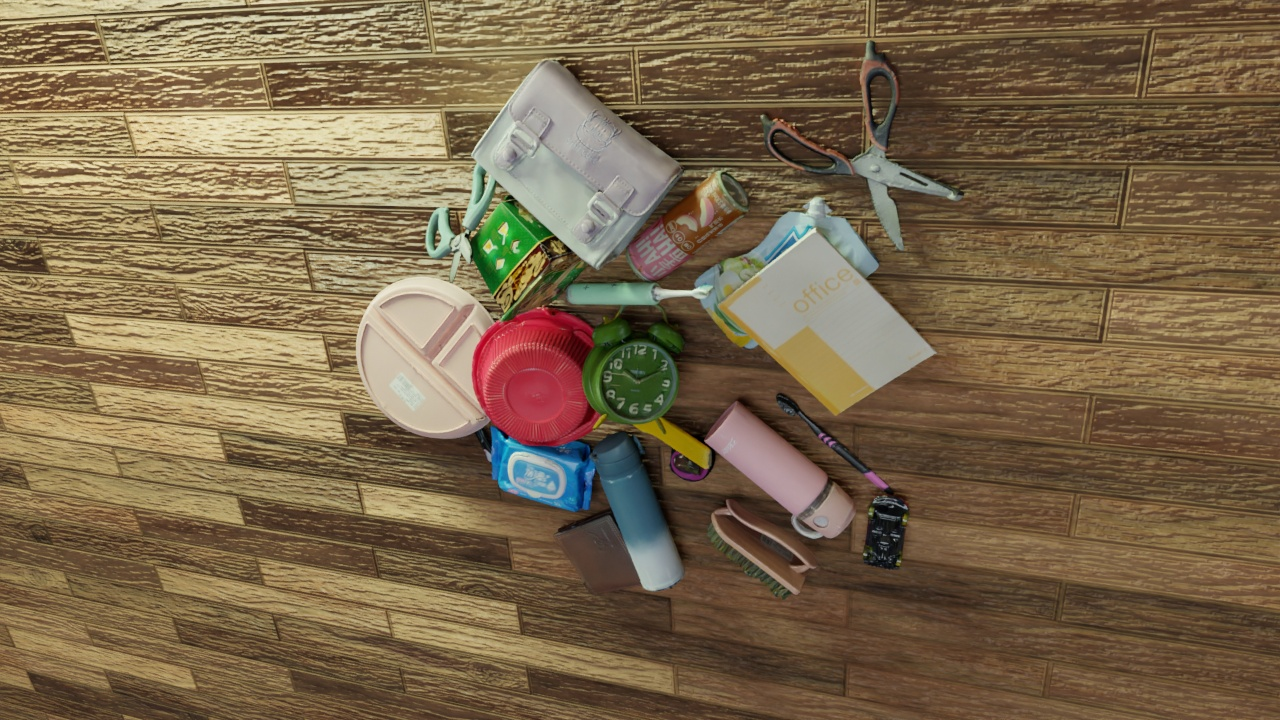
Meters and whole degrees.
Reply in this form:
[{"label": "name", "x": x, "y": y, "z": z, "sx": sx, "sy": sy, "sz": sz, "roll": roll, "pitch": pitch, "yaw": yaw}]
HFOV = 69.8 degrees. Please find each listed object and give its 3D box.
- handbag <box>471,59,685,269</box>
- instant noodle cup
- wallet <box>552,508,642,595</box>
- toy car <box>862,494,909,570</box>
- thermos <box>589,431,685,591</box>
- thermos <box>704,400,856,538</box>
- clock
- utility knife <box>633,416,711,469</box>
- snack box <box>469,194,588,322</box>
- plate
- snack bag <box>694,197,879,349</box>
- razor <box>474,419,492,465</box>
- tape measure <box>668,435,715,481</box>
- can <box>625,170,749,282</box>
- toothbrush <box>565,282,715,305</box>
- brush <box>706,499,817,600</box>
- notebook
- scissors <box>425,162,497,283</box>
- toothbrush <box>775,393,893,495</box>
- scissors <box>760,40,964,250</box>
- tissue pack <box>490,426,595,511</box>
[{"label": "handbag", "x": -0.070, "y": -0.219, "z": 1.028, "sx": 0.197, "sy": 0.098, "sz": 0.145, "roll": 41, "pitch": 113, "yaw": 1}, {"label": "instant noodle cup", "x": -0.127, "y": 0.033, "z": 1.165, "sx": 0.194, "sy": 0.065, "sz": 0.194, "roll": 2, "pitch": 112, "yaw": 4}, {"label": "wallet", "x": -0.051, "y": 0.275, "z": 1.301, "sx": 0.101, "sy": 0.032, "sz": 0.124, "roll": -23, "pitch": 106, "yaw": 26}, {"label": "toy car", "x": 0.304, "y": 0.210, "z": 1.132, "sx": 0.049, "sy": 0.031, "sz": 0.106, "roll": 7, "pitch": 118, "yaw": 16}, {"label": "thermos", "x": -0.002, "y": 0.201, "z": 1.226, "sx": 0.070, "sy": 0.070, "sz": 0.220, "roll": -11, "pitch": 110, "yaw": 25}, {"label": "thermos", "x": 0.169, "y": 0.142, "z": 1.132, "sx": 0.198, "sy": 0.067, "sz": 0.087, "roll": 40, "pitch": 129, "yaw": -3}, {"label": "clock", "x": -0.007, "y": 0.006, "z": 1.109, "sx": 0.116, "sy": 0.056, "sz": 0.161, "roll": 4, "pitch": 97, "yaw": -17}, {"label": "utility knife", "x": 0.030, "y": 0.090, "z": 1.162, "sx": 0.154, "sy": 0.015, "sz": 0.033, "roll": 33, "pitch": 114, "yaw": 26}, {"label": "snack box", "x": -0.136, "y": -0.129, "z": 1.095, "sx": 0.105, "sy": 0.118, "sz": 0.118, "roll": 50, "pitch": 120, "yaw": 7}, {"label": "plate", "x": -0.287, "y": 0.002, "z": 1.239, "sx": 0.230, "sy": 0.028, "sz": 0.230, "roll": 6, "pitch": 109, "yaw": 16}, {"label": "snack bag", "x": 0.161, "y": -0.096, "z": 1.034, "sx": 0.191, "sy": 0.038, "sz": 0.110, "roll": -34, "pitch": 93, "yaw": 29}, {"label": "razor", "x": -0.229, "y": 0.089, "z": 1.281, "sx": 0.043, "sy": 0.022, "sz": 0.143, "roll": -10, "pitch": 111, "yaw": 26}, {"label": "tape measure", "x": 0.066, "y": 0.126, "z": 1.176, "sx": 0.058, "sy": 0.039, "sz": 0.057, "roll": 15, "pitch": 119, "yaw": 13}, {"label": "can", "x": 0.052, "y": -0.149, "z": 1.035, "sx": 0.148, "sy": 0.057, "sz": 0.058, "roll": -36, "pitch": 99, "yaw": 31}, {"label": "toothbrush", "x": -0.006, "y": -0.078, "z": 1.063, "sx": 0.225, "sy": 0.027, "sz": 0.026, "roll": 4, "pitch": 129, "yaw": 45}, {"label": "brush", "x": 0.154, "y": 0.237, "z": 1.186, "sx": 0.145, "sy": 0.063, "sz": 0.073, "roll": 37, "pitch": 126, "yaw": 2}, {"label": "notebook", "x": 0.209, "y": -0.037, "z": 1.033, "sx": 0.206, "sy": 0.010, "sz": 0.146, "roll": 42, "pitch": 122, "yaw": -18}, {"label": "scissors", "x": -0.223, "y": -0.160, "z": 1.104, "sx": 0.019, "sy": 0.172, "sz": 0.179, "roll": 25, "pitch": 154, "yaw": -36}, {"label": "toothbrush", "x": 0.236, "y": 0.105, "z": 1.115, "sx": 0.189, "sy": 0.017, "sz": 0.014, "roll": 40, "pitch": 120, "yaw": -3}, {"label": "scissors", "x": 0.230, "y": -0.214, "z": 0.961, "sx": 0.189, "sy": 0.015, "sz": 0.223, "roll": -9, "pitch": 111, "yaw": 24}, {"label": "tissue pack", "x": -0.137, "y": 0.147, "z": 1.256, "sx": 0.157, "sy": 0.052, "sz": 0.095, "roll": 15, "pitch": 119, "yaw": 13}]
